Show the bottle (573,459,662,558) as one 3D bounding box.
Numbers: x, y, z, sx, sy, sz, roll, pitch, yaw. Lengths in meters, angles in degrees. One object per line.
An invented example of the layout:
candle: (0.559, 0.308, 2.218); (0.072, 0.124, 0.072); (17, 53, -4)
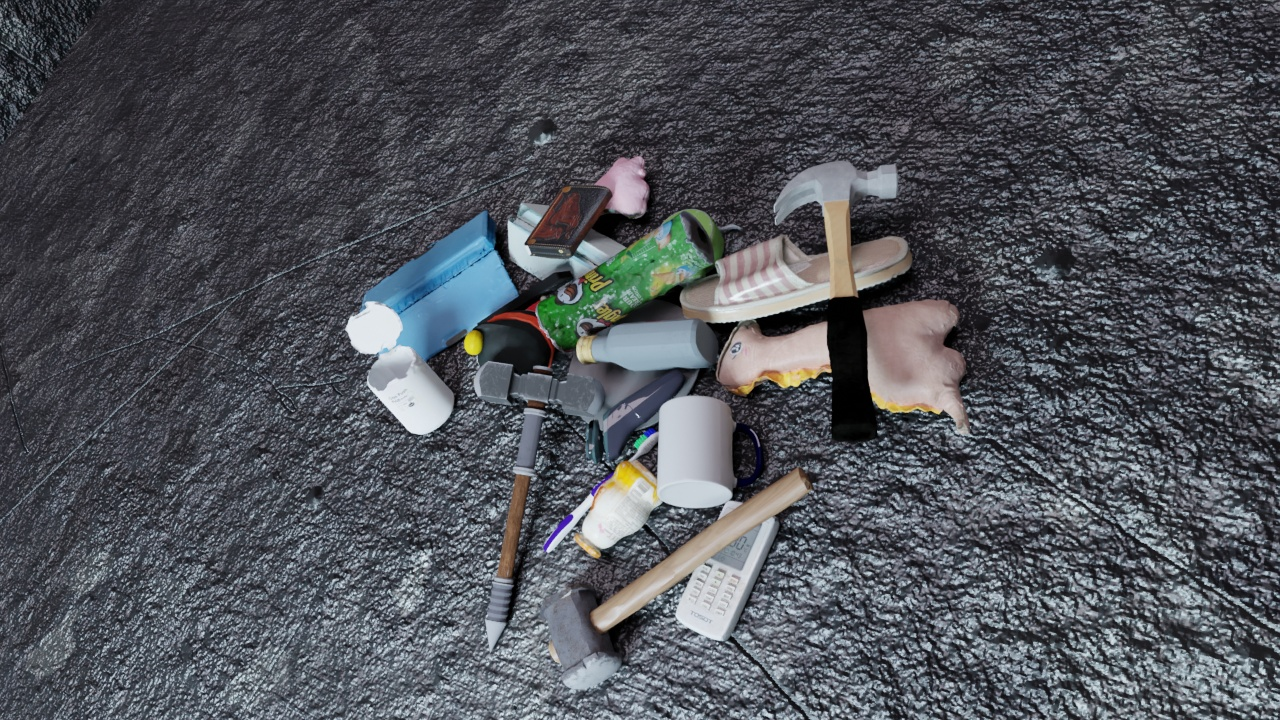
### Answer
bottle: (-0.024, 0.162, 0.993); (0.108, 0.063, 0.063); (-49, 52, -5)

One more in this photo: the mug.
mug: (0.075, 0.099, 0.975); (0.112, 0.079, 0.096); (3, 61, -1)

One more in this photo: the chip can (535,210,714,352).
chip can: (-0.018, -0.092, 1.092); (0.224, 0.075, 0.075); (-30, 52, 22)

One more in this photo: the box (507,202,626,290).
box: (-0.100, -0.133, 1.218); (0.199, 0.085, 0.096); (33, 112, 39)

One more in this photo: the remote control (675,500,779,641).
remote control: (0.089, 0.211, 0.927); (0.060, 0.025, 0.138); (17, 72, 35)

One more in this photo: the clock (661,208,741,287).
clock: (0.056, -0.138, 1.136); (0.094, 0.042, 0.119); (27, 79, 38)

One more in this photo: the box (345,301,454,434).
box: (-0.314, 0.011, 1.186); (0.084, 0.160, 0.118); (-26, 43, 7)

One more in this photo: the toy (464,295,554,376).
toy: (-0.154, -0.020, 1.153); (0.100, 0.098, 0.119); (0, 32, 14)

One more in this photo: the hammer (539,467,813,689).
hammer: (0.033, 0.207, 0.914); (0.329, 0.052, 0.098); (-39, 51, 16)

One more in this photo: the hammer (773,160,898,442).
hammer: (0.205, -0.070, 0.927); (0.131, 0.039, 0.327); (-3, 57, 11)

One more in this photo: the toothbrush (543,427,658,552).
toothbrush: (-0.045, 0.148, 1.044); (0.186, 0.015, 0.016); (-46, 50, -1)

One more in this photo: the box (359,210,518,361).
box: (-0.291, -0.098, 1.289); (0.232, 0.066, 0.173); (-32, 55, 12)

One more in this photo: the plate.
plate: (-0.006, 0.006, 1.105); (0.179, 0.012, 0.178); (-14, 57, 22)

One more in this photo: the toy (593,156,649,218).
toy: (-0.027, -0.230, 1.229); (0.103, 0.050, 0.093); (6, 70, 35)

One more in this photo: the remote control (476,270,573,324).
remote control: (-0.151, -0.076, 1.195); (0.150, 0.034, 0.013); (-29, 84, 31)

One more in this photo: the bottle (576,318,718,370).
bottle: (0.003, -0.016, 1.057); (0.161, 0.072, 0.046); (-3, 67, 28)

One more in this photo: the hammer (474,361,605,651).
hammer: (-0.140, 0.164, 1.048); (0.156, 0.043, 0.322); (9, 78, 4)

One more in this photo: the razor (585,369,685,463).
razor: (-0.006, 0.062, 1.038); (0.143, 0.047, 0.052); (-38, 80, -1)

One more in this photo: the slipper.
slipper: (0.167, -0.103, 1.028); (0.263, 0.052, 0.114); (-11, 29, 20)

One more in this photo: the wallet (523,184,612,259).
wallet: (-0.092, -0.179, 1.175); (0.072, 0.019, 0.122); (7, 51, 28)

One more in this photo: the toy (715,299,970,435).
toy: (0.202, 0.013, 0.955); (0.265, 0.065, 0.195); (-14, 52, 23)
